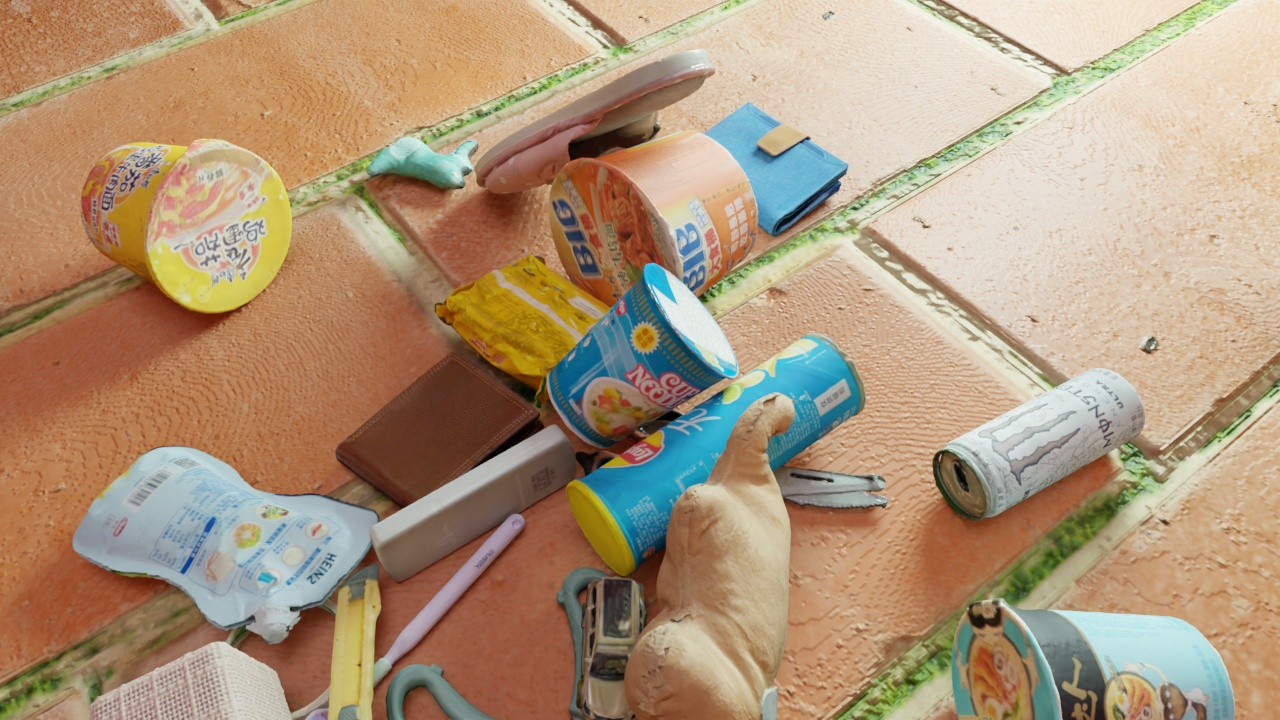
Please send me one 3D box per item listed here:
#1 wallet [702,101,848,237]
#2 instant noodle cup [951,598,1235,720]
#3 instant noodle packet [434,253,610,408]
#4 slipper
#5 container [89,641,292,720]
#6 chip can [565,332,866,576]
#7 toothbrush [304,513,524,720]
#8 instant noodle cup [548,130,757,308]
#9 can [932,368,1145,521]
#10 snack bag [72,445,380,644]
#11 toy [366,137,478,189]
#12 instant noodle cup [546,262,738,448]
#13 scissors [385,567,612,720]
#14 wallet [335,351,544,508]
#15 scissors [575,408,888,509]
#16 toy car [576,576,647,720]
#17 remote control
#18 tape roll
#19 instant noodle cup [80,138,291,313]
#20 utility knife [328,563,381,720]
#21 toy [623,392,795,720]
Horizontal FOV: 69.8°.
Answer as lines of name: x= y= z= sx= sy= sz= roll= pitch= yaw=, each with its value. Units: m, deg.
wallet: x=0.113 y=-0.181 z=0.857 sx=0.106 sy=0.040 sz=0.133 roll=-38 pitch=61 yaw=-19
instant noodle cup: x=0.260 y=0.189 z=0.526 sx=0.120 sy=0.111 sz=0.111 roll=-1 pitch=52 yaw=-9
instant noodle packet: x=-0.081 y=-0.026 z=0.729 sx=0.128 sy=0.044 sz=0.110 roll=38 pitch=50 yaw=24
slipper: x=-0.043 y=-0.186 z=0.773 sx=0.275 sy=0.054 sz=0.113 roll=-15 pitch=9 yaw=46
container: x=-0.240 y=0.228 z=0.506 sx=0.090 sy=0.090 sz=0.111 roll=-25 pitch=59 yaw=-9
chip can: x=0.055 y=0.060 z=0.629 sx=0.209 sy=0.071 sz=0.071 roll=-31 pitch=58 yaw=-21
toothbrush: x=-0.140 y=0.170 z=0.600 sx=0.029 sy=0.021 sz=0.188 roll=46 pitch=61 yaw=-6
instant noodle cup: x=0.015 y=-0.110 z=0.741 sx=0.111 sy=0.152 sz=0.151 roll=-33 pitch=58 yaw=-32
can: x=0.282 y=0.058 z=0.651 sx=0.146 sy=0.058 sz=0.058 roll=-23 pitch=55 yaw=-16
snack bag: x=-0.282 y=0.120 z=0.627 sx=0.191 sy=0.039 sz=0.110 roll=17 pitch=40 yaw=19
toy: x=-0.200 y=-0.190 z=0.878 sx=0.092 sy=0.030 sz=0.096 roll=22 pitch=48 yaw=12
instant noodle cup: x=-0.004 y=0.004 z=0.643 sx=0.110 sy=0.099 sz=0.099 roll=-39 pitch=52 yaw=20
scissors: x=-0.076 y=0.207 z=0.569 sx=0.180 sy=0.019 sz=0.170 roll=1 pitch=53 yaw=-2
wallet: x=-0.149 y=0.056 z=0.685 sx=0.101 sy=0.032 sz=0.124 roll=32 pitch=58 yaw=27
scissors: x=0.068 y=0.072 z=0.673 sx=0.206 sy=0.015 sz=0.192 roll=-23 pitch=54 yaw=-16
toy car: x=-0.016 y=0.177 z=0.562 sx=0.042 sy=0.035 sz=0.090 roll=4 pitch=53 yaw=-4
remote control: x=-0.112 y=0.097 z=0.633 sx=0.149 sy=0.058 sz=0.021 roll=-29 pitch=56 yaw=-20
tape roll: x=-0.226 y=0.192 z=0.590 sx=0.086 sy=0.014 sz=0.085 roll=-1 pitch=52 yaw=1
instant noodle cup: x=-0.383 y=-0.119 z=0.768 sx=0.110 sy=0.138 sz=0.137 roll=19 pitch=54 yaw=25
utility knife: x=-0.169 y=0.217 z=0.541 sx=0.031 sy=0.022 sz=0.219 roll=-14 pitch=52 yaw=1
toy: x=0.054 y=0.129 z=0.553 sx=0.083 sy=0.143 sz=0.225 roll=5 pitch=55 yaw=20
